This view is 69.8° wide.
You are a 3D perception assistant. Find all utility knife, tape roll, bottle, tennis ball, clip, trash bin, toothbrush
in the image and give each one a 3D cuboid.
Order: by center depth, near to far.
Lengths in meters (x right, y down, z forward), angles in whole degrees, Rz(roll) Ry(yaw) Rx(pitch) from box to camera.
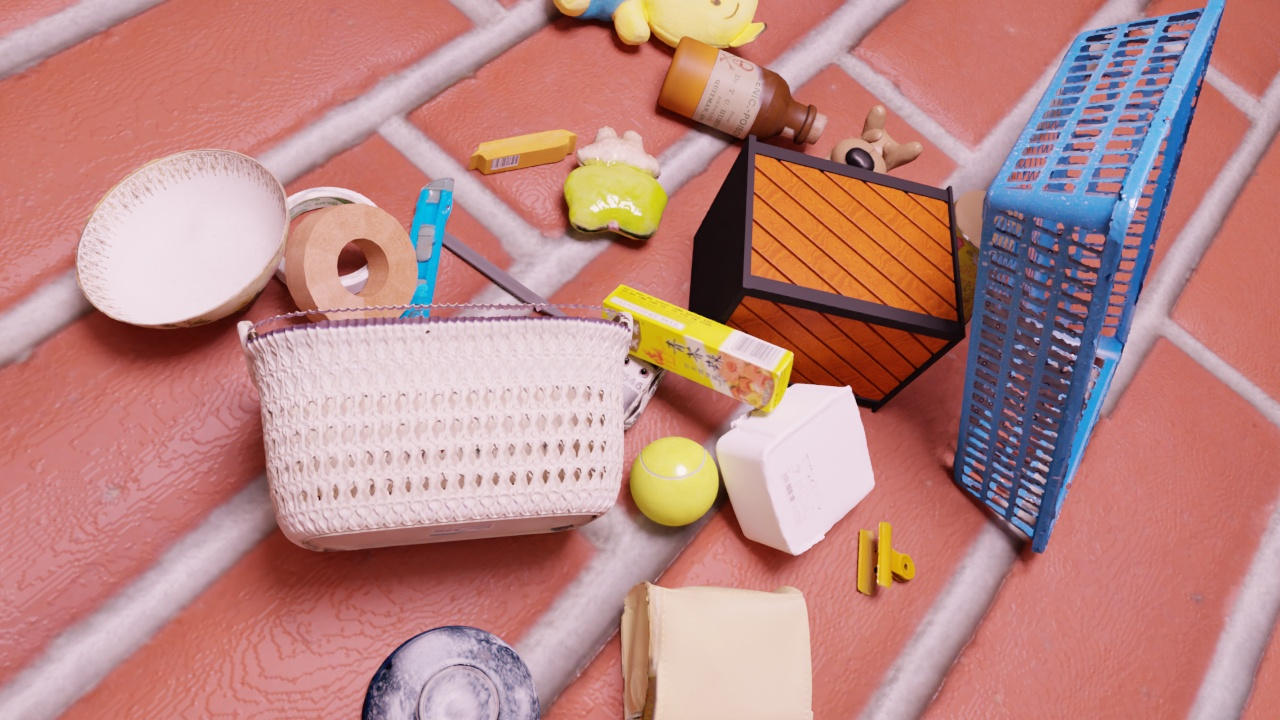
[{"bbox_3d":[0.025,0.089,0.675,0.065,0.065,0.065,7,62,-13],"label":"tennis ball"},{"bbox_3d":[-0.212,-0.068,0.676,0.093,0.027,0.094,-3,94,-48],"label":"tape roll"},{"bbox_3d":[0.190,0.157,0.715,0.048,0.046,0.054,-4,58,21],"label":"clip"},{"bbox_3d":[-0.243,-0.093,0.718,0.093,0.018,0.093,7,63,-13],"label":"tape roll"},{"bbox_3d":[-0.172,-0.074,0.728,0.031,0.015,0.174,1,67,4],"label":"utility knife"},{"bbox_3d":[0.142,-0.064,0.743,0.171,0.140,0.139,12,61,-10],"label":"trash bin"},{"bbox_3d":[-0.100,-0.058,0.745,0.167,0.013,0.012,35,60,5],"label":"toothbrush"},{"bbox_3d":[0.099,-0.245,0.866,0.157,0.068,0.067,21,60,-5],"label":"bottle"}]

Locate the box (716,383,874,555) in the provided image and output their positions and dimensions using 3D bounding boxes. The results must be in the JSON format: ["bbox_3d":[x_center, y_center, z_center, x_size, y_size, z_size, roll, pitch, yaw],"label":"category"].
[{"bbox_3d":[0.104,0.075,0.701,0.107,0.095,0.102,-33,113,-34],"label":"box"}]

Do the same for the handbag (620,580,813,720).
[{"bbox_3d":[0.047,0.207,0.617,0.119,0.081,0.111,6,70,-15],"label":"handbag"}]

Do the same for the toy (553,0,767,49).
[{"bbox_3d":[0.015,-0.375,0.899,0.214,0.084,0.149,7,81,-13],"label":"toy"}]

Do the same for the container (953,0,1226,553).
[{"bbox_3d":[0.322,-0.055,0.695,0.089,0.363,0.256,19,55,29],"label":"container"}]

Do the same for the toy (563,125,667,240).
[{"bbox_3d":[-0.021,-0.157,0.801,0.092,0.043,0.117,6,60,-11],"label":"toy"}]

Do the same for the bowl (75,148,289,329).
[{"bbox_3d":[-0.311,-0.074,0.651,0.145,0.063,0.145,-2,64,4],"label":"bowl"}]

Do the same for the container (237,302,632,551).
[{"bbox_3d":[-0.125,0.042,0.597,0.251,0.185,0.143,-2,76,-16],"label":"container"}]

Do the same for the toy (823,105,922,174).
[{"bbox_3d":[0.197,-0.173,0.846,0.108,0.106,0.134,-41,84,-18],"label":"toy"}]

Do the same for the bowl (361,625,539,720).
[{"bbox_3d":[-0.115,0.218,0.572,0.114,0.061,0.114,7,61,-13],"label":"bowl"}]

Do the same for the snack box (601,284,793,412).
[{"bbox_3d":[0.039,-0.010,0.683,0.148,0.040,0.028,23,43,20],"label":"snack box"}]

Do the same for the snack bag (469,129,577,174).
[{"bbox_3d":[-0.102,-0.183,0.800,0.099,0.026,0.020,-17,70,-22],"label":"snack bag"}]

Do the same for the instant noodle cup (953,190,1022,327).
[{"bbox_3d":[0.281,-0.089,0.812,0.100,0.113,0.100,7,61,-13],"label":"instant noodle cup"}]

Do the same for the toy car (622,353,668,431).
[{"bbox_3d":[-0.004,0.004,0.724,0.048,0.041,0.112,32,59,0],"label":"toy car"}]
